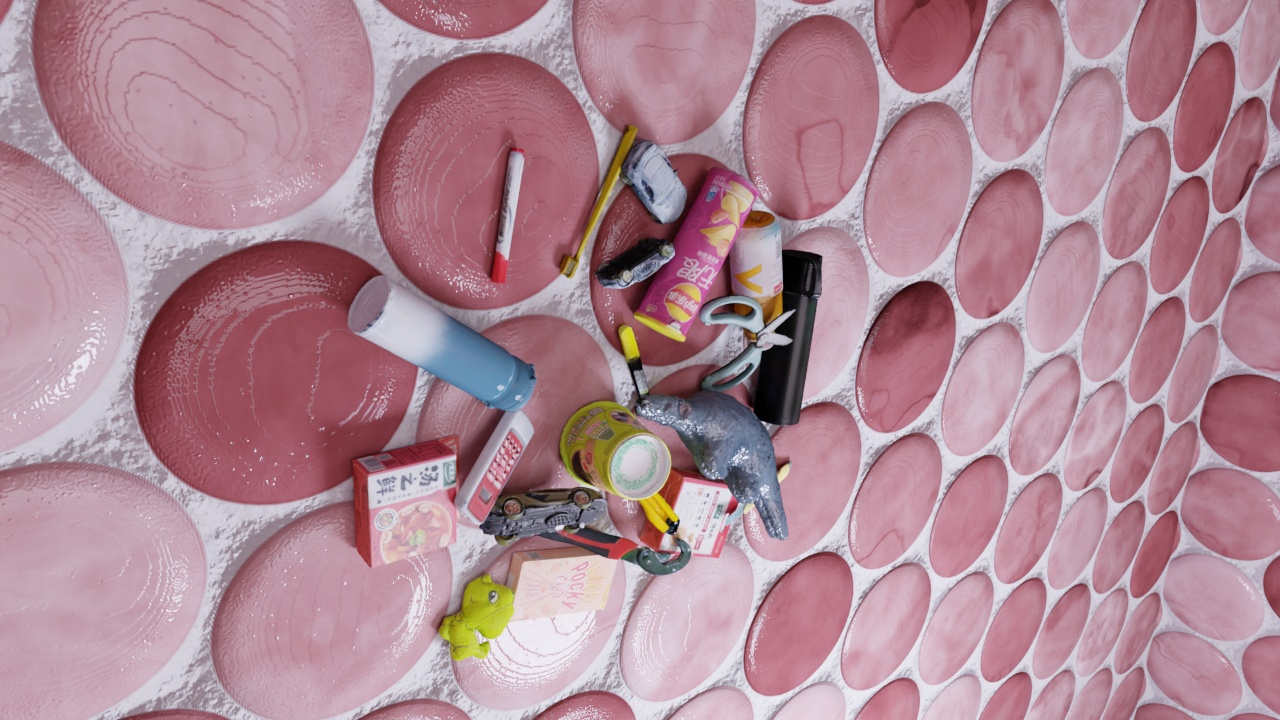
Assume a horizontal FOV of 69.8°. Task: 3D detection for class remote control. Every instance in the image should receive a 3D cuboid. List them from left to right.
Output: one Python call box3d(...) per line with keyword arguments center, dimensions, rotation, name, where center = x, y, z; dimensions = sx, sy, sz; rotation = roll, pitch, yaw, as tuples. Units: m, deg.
box3d(center=(-0.164, 0.119, 1.045), dimensions=(0.135, 0.020, 0.056), rotation=(-62, 149, -26), name="remote control")

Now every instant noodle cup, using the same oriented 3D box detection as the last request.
box3d(center=(-0.025, 0.113, 1.101), dimensions=(0.111, 0.123, 0.112), rotation=(-4, 99, -24), name="instant noodle cup")

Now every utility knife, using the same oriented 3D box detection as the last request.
box3d(center=(-0.011, 0.156, 1.193), dimensions=(0.033, 0.015, 0.216), rotation=(-43, 116, -12), name="utility knife")
box3d(center=(0.178, 0.199, 1.362), dimensions=(0.203, 0.021, 0.031), rotation=(-34, 138, -53), name="utility knife")

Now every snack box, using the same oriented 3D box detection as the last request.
box3d(center=(-0.245, 0.152, 1.004), dimensions=(0.126, 0.044, 0.113), rotation=(-12, 114, -37), name="snack box")
box3d(center=(-0.103, 0.287, 1.189), dimensions=(0.157, 0.026, 0.084), rotation=(5, 104, -41), name="snack box")
box3d(center=(0.073, 0.216, 1.296), dimensions=(0.127, 0.044, 0.113), rotation=(16, 96, -41), name="snack box")

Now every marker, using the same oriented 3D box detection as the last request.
box3d(center=(-0.143, -0.155, 0.987), dimensions=(0.017, 0.017, 0.145), rotation=(0, 107, -40), name="marker")
box3d(center=(-0.007, 0.007, 1.168), dimensions=(0.018, 0.015, 0.124), rotation=(-35, 129, -24), name="marker")

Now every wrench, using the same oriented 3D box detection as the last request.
box3d(center=(-0.046, 0.234, 1.191), dimensions=(0.273, 0.016, 0.056), rotation=(21, 93, -31), name="wrench")

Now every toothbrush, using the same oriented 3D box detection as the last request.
box3d(center=(-0.049, -0.183, 1.056), dimensions=(0.016, 0.016, 0.190), rotation=(24, 91, -36), name="toothbrush")

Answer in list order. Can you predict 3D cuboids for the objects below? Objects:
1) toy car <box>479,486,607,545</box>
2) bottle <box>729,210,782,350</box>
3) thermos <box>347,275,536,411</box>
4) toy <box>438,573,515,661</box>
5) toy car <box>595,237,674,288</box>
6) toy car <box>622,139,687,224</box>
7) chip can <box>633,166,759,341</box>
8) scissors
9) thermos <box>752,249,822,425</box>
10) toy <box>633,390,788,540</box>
box3d(center=(-0.116, 0.182, 1.100), dimensions=(0.158, 0.042, 0.070), rotation=(-2, 141, -25), name="toy car")
box3d(center=(0.155, -0.103, 1.222), dimensions=(0.067, 0.068, 0.190), rotation=(-27, 126, -30), name="bottle")
box3d(center=(-0.201, -0.009, 0.965), dimensions=(0.220, 0.070, 0.070), rotation=(36, 83, -43), name="thermos")
box3d(center=(-0.195, 0.314, 1.115), dimensions=(0.100, 0.031, 0.097), rotation=(-26, 105, -16), name="toy")
box3d(center=(-0.006, -0.114, 1.097), dimensions=(0.105, 0.049, 0.031), rotation=(-33, 122, -25), name="toy car")
box3d(center=(0.021, -0.208, 1.085), dimensions=(0.054, 0.037, 0.120), rotation=(-55, 143, -11), name="toy car")
box3d(center=(0.070, -0.132, 1.138), dimensions=(0.071, 0.071, 0.210), rotation=(30, 86, -43), name="chip can")
box3d(center=(0.120, -0.019, 1.212), dimensions=(0.171, 0.019, 0.170), rotation=(15, 125, -38), name="scissors")
box3d(center=(0.211, -0.029, 1.286), dimensions=(0.068, 0.090, 0.243), rotation=(1, 108, -15), name="thermos")
box3d(center=(0.112, 0.115, 1.237), dimensions=(0.356, 0.092, 0.137), rotation=(42, 49, -37), name="toy")
